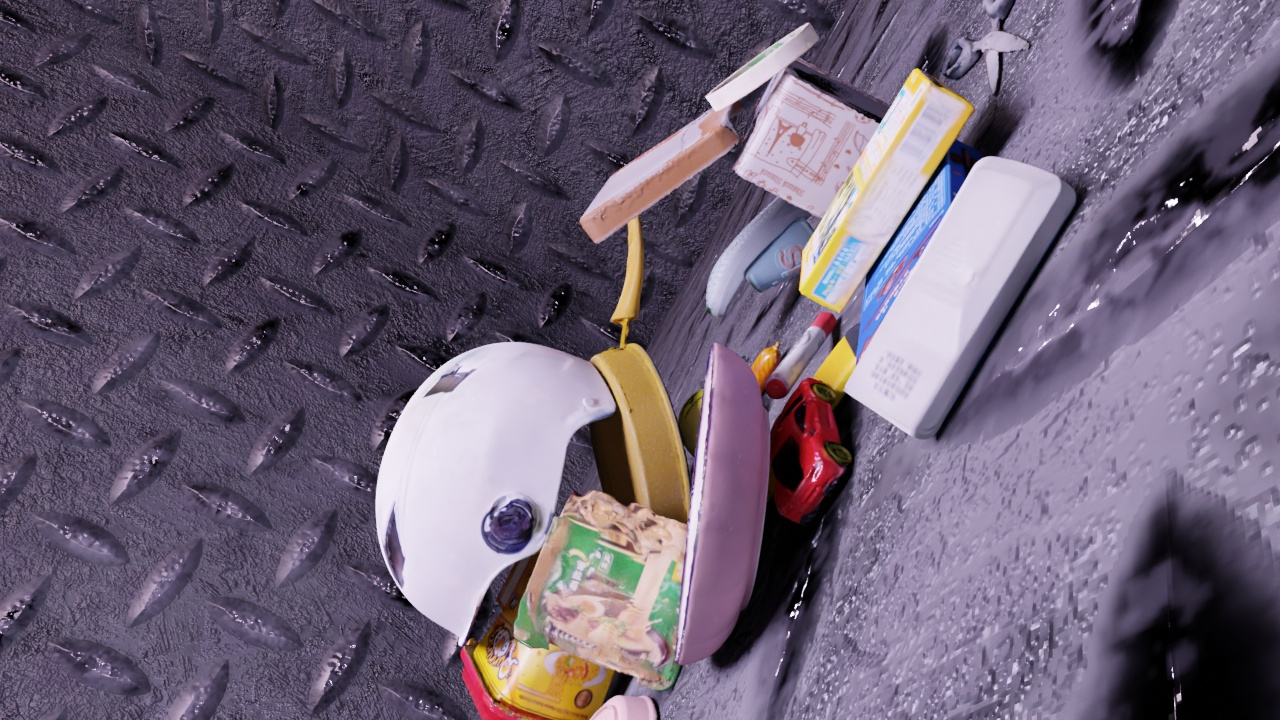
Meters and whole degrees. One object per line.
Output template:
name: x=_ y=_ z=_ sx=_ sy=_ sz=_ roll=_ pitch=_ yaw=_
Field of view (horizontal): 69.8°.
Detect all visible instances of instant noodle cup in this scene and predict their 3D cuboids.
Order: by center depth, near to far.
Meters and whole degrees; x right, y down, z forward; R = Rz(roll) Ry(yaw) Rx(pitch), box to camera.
instant noodle cup: x=-0.071 y=0.240 z=0.768 sx=0.123 sy=0.116 sz=0.116 roll=-61 pitch=28 yaw=0

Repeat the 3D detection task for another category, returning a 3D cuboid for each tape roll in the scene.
tape roll: x=0.085 y=-0.204 z=0.640 sx=0.086 sy=0.014 sz=0.085 roll=-34 pitch=14 yaw=9

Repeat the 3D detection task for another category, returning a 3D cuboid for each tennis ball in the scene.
tennis ball: x=0.064 y=0.054 z=0.769 sx=0.065 sy=0.065 sz=0.065 roll=-62 pitch=2 yaw=4

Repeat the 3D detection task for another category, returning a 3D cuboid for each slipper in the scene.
slipper: x=0.155 y=-0.130 z=0.874 sx=0.246 sy=0.074 sz=0.104 roll=-46 pitch=4 yaw=10

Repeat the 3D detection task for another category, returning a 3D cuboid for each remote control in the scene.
remote control: x=0.138 y=-0.029 z=0.406 sx=0.049 sy=0.024 sz=0.125 roll=40 pitch=107 yaw=52

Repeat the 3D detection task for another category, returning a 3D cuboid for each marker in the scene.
marker: x=0.111 y=-0.005 z=0.627 sx=0.017 sy=0.017 sz=0.144 roll=-61 pitch=-11 yaw=29

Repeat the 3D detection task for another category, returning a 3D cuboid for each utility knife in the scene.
utility knife: x=0.092 y=0.065 z=0.607 sx=0.033 sy=0.015 sz=0.224 roll=-95 pitch=29 yaw=-55

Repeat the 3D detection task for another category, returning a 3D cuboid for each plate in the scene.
plate: x=0.050 y=0.087 z=0.555 sx=0.192 sy=0.039 sz=0.192 roll=11 pitch=-94 yaw=-87
plate: x=-0.052 y=0.333 z=0.620 sx=0.229 sy=0.028 sz=0.229 roll=-62 pitch=2 yaw=3

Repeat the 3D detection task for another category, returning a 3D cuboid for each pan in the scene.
pan: x=-0.005 y=0.005 z=0.814 sx=0.198 sy=0.078 sz=0.357 roll=142 pitch=116 yaw=-74

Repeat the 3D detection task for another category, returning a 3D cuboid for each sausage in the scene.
sausage: x=0.087 y=0.051 z=0.845 sx=0.165 sy=0.021 sz=0.021 roll=-61 pitch=3 yaw=23

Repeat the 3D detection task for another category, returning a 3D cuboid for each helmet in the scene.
helmet: x=-0.144 y=0.092 z=0.777 sx=0.258 sy=0.146 sz=0.229 roll=-60 pitch=7 yaw=-7

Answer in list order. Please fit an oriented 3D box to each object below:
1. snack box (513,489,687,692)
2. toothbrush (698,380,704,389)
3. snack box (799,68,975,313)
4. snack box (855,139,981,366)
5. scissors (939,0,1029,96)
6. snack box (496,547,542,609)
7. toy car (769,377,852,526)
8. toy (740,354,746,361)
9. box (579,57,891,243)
snack box: x=-0.026 y=0.169 z=0.674 sx=0.106 sy=0.118 sz=0.117 roll=128 pitch=164 yaw=-68
toothbrush: x=0.085 y=0.040 z=1.088 sx=0.014 sy=0.017 sz=0.189 roll=-57 pitch=4 yaw=4
snack box: x=0.145 y=-0.105 z=0.561 sx=0.141 sy=0.034 sz=0.086 roll=-59 pitch=3 yaw=24
snack box: x=0.157 y=-0.059 z=0.514 sx=0.085 sy=0.026 sz=0.156 roll=-60 pitch=3 yaw=38
scissors: x=0.248 y=-0.230 z=0.649 sx=0.164 sy=0.014 sz=0.164 roll=-64 pitch=3 yaw=-10
snack box: x=-0.053 y=0.203 z=0.854 sx=0.026 sy=0.153 sz=0.075 roll=42 pitch=110 yaw=45
toy car: x=0.094 y=0.048 z=0.535 sx=0.049 sy=0.031 sz=0.106 roll=-60 pitch=10 yaw=29
toy: x=0.079 y=0.039 z=0.986 sx=0.097 sy=0.030 sz=0.091 roll=-48 pitch=6 yaw=17
box: x=0.090 y=-0.161 z=0.705 sx=0.179 sy=0.270 sz=0.136 roll=-70 pitch=-23 yaw=-65
